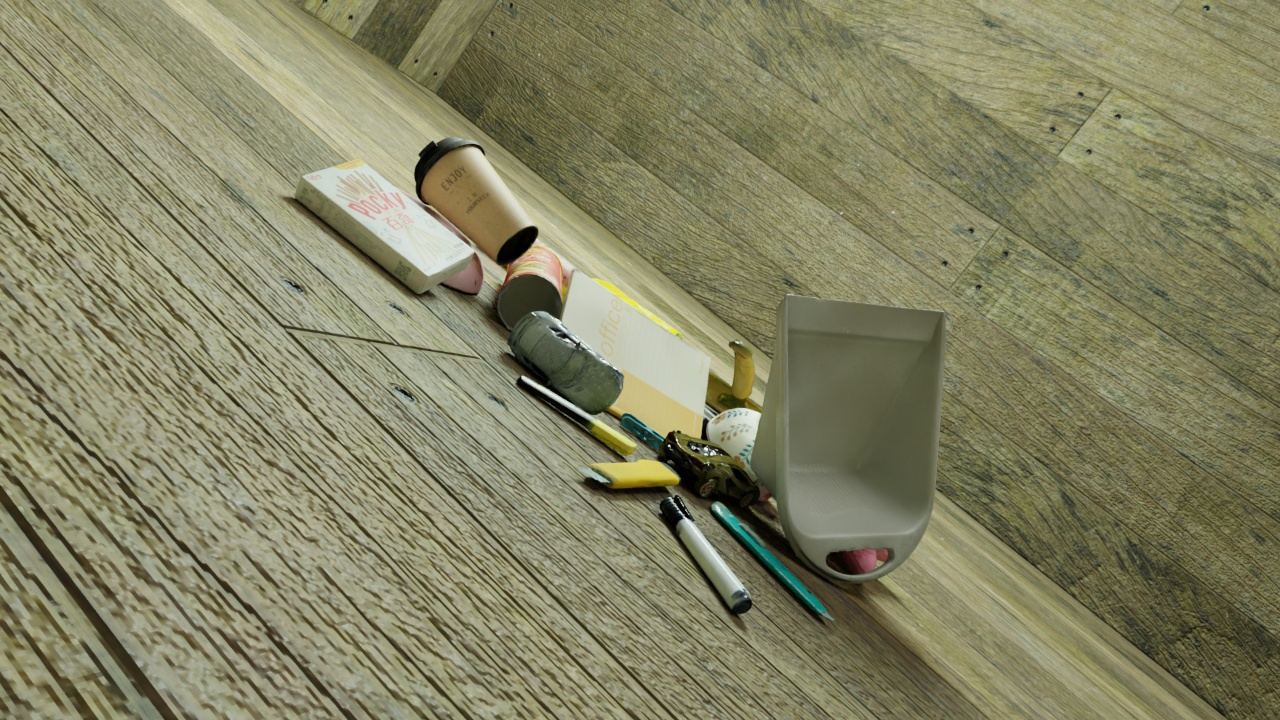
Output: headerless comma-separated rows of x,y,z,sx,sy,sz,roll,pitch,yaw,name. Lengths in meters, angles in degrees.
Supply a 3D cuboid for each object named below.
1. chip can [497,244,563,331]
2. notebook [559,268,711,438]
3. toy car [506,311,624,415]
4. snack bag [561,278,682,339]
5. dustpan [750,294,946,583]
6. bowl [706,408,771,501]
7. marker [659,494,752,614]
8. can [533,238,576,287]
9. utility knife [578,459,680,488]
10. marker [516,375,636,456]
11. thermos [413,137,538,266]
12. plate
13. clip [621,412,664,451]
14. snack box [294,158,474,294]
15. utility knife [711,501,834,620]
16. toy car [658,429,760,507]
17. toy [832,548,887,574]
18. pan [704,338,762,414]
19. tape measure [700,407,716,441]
-0.124,-0.084,1.066,0.073,0.073,0.216,35,10,-14,chip can
-0.006,0.006,0.993,0.206,0.010,0.145,33,48,-27,notebook
-0.072,0.003,0.881,0.120,0.054,0.036,39,6,3,toy car
-0.021,-0.050,1.305,0.158,0.068,0.246,38,8,8,snack bag
0.230,0.086,0.947,0.222,0.258,0.142,3,27,-27,dustpan
0.135,0.098,1.057,0.113,0.062,0.113,41,24,-23,bowl
0.050,0.147,0.713,0.018,0.022,0.130,37,6,-37,marker
-0.153,-0.142,1.293,0.147,0.058,0.058,38,9,6,can
-0.008,0.097,0.773,0.033,0.015,0.173,35,8,24,utility knife
-0.058,0.050,0.827,0.124,0.015,0.018,33,9,-8,marker
-0.182,-0.176,1.025,0.143,0.093,0.093,48,12,14,thermos
-0.246,-0.145,1.007,0.192,0.039,0.192,36,9,-7,plate
0.003,0.073,0.939,0.057,0.014,0.046,35,11,-6,clip
-0.246,-0.132,0.890,0.157,0.027,0.084,39,33,4,snack box
0.117,0.179,0.834,0.160,0.013,0.029,43,12,33,utility knife
0.075,0.111,0.942,0.070,0.042,0.158,44,9,34,toy car
0.227,0.164,1.069,0.178,0.075,0.194,6,52,-53,toy
0.140,0.047,1.215,0.198,0.078,0.357,36,-1,20,pan
0.076,0.080,1.118,0.066,0.033,0.065,36,8,-25,tape measure
